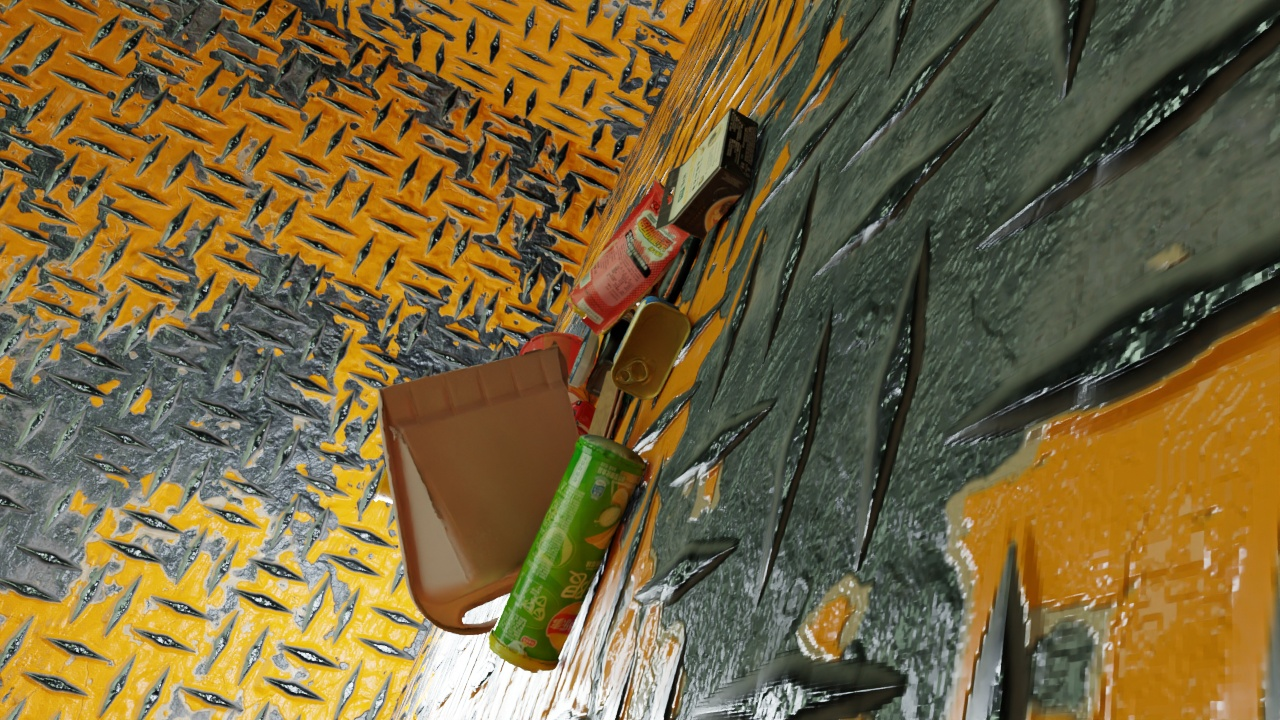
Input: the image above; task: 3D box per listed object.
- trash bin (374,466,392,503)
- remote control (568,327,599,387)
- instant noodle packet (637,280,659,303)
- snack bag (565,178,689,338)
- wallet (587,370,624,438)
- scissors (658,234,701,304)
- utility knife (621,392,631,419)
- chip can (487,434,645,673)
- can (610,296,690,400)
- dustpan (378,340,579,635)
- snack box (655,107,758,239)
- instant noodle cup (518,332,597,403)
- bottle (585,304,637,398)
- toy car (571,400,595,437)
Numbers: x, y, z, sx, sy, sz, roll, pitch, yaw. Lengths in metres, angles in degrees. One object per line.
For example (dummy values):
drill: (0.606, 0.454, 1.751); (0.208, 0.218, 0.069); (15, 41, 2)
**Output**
trash bin: (-0.286, 0.179, 1.562); (0.229, 0.255, 0.229); (-158, 92, -82)
remote control: (-0.075, -0.010, 1.288); (0.124, 0.024, 0.049); (-79, 14, -59)
instant noodle packet: (0.018, -0.148, 1.341); (0.128, 0.044, 0.111); (-80, 15, -68)
snack bag: (-0.013, -0.135, 1.252); (0.208, 0.073, 0.128); (-47, 48, 22)
wallet: (-0.041, 0.062, 1.169); (0.115, 0.020, 0.101); (165, 122, -80)
scissors: (0.074, -0.176, 1.147); (0.125, 0.021, 0.234); (166, 128, -80)
utility knife: (-0.007, 0.007, 1.171); (0.029, 0.013, 0.170); (121, 166, -49)
chip can: (-0.068, 0.178, 0.867); (0.072, 0.072, 0.221); (-160, 94, -81)
can: (0.010, -0.017, 0.992); (0.102, 0.057, 0.083); (-64, 6, 9)
dustpan: (-0.164, 0.142, 0.955); (0.139, 0.222, 0.273); (-28, 77, 48)
snack box: (0.077, -0.211, 1.060); (0.126, 0.053, 0.113); (-46, 24, 47)
instant noodle cup: (-0.136, 0.040, 1.477); (0.138, 0.138, 0.108); (123, 160, -43)
bottle: (-0.035, -0.026, 1.327); (0.080, 0.044, 0.194); (-59, 10, 34)
toy car: (-0.093, 0.103, 1.284); (0.045, 0.053, 0.120); (-38, 20, 37)
